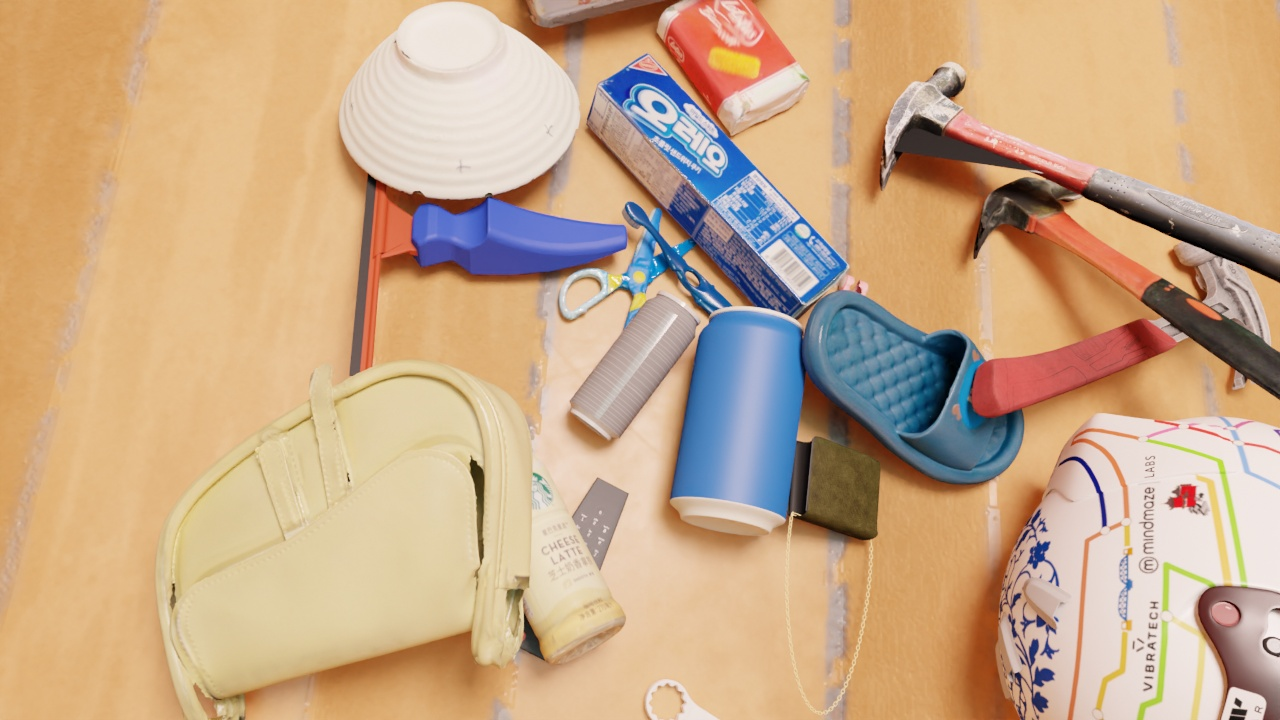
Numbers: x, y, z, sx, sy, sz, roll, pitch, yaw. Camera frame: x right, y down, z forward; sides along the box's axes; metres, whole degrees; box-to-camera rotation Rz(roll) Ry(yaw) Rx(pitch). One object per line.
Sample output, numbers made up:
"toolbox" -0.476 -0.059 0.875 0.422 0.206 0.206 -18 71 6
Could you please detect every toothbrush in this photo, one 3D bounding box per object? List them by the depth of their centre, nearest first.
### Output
"toothbrush" 0.033 -0.068 0.689 0.132 0.016 0.021 47 66 -9

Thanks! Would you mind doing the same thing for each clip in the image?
"clip" 0.155 -0.040 0.707 0.037 0.022 0.058 21 66 0

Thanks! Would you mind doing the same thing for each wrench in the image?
"wrench" 0.121 0.293 0.610 0.273 0.009 0.047 32 72 1

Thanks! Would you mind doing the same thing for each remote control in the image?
"remote control" -0.047 0.141 0.625 0.039 0.010 0.124 27 72 -1

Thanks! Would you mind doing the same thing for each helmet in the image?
"helmet" 0.345 0.183 0.560 0.236 0.231 0.313 1 57 19

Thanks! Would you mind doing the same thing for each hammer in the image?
"hammer" 0.372 -0.042 0.644 0.133 0.033 0.333 -19 43 -18
"hammer" 0.331 -0.128 0.683 0.326 0.036 0.140 32 62 27
"hammer" 0.368 -0.010 0.692 0.315 0.036 0.126 -17 79 -27

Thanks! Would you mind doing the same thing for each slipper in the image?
"slipper" 0.203 0.022 0.653 0.213 0.059 0.103 27 71 -24

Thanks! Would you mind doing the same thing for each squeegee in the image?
"squeegee" -0.102 -0.088 0.659 0.184 0.055 0.249 -1 57 -9

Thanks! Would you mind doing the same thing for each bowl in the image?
"bowl" -0.132 -0.203 0.654 0.177 0.071 0.177 1 57 -3

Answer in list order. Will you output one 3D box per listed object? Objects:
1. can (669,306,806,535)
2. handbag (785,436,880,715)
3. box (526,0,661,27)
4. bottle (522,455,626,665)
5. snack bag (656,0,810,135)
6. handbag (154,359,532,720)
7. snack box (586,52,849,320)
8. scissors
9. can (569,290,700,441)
"can" 0.070 0.043 0.637 0.079 0.079 0.146 13 72 -6
"handbag" 0.128 0.146 0.628 0.084 0.028 0.177 22 65 -31
"box" 0.011 -0.328 0.704 0.216 0.096 0.105 -16 52 -6
"bottle" -0.070 0.112 0.597 0.056 0.057 0.162 -25 67 -15
"snack bag" 0.074 -0.247 0.744 0.077 0.036 0.116 -31 81 -16
"handbag" -0.175 0.106 0.544 0.233 0.088 0.190 -17 71 5
"snack box" 0.055 -0.126 0.691 0.059 0.060 0.226 -40 83 -23
"scissors" -0.011 -0.066 0.692 0.105 0.019 0.131 20 72 -9
"can" -0.004 0.004 0.647 0.044 0.044 0.106 37 81 2
